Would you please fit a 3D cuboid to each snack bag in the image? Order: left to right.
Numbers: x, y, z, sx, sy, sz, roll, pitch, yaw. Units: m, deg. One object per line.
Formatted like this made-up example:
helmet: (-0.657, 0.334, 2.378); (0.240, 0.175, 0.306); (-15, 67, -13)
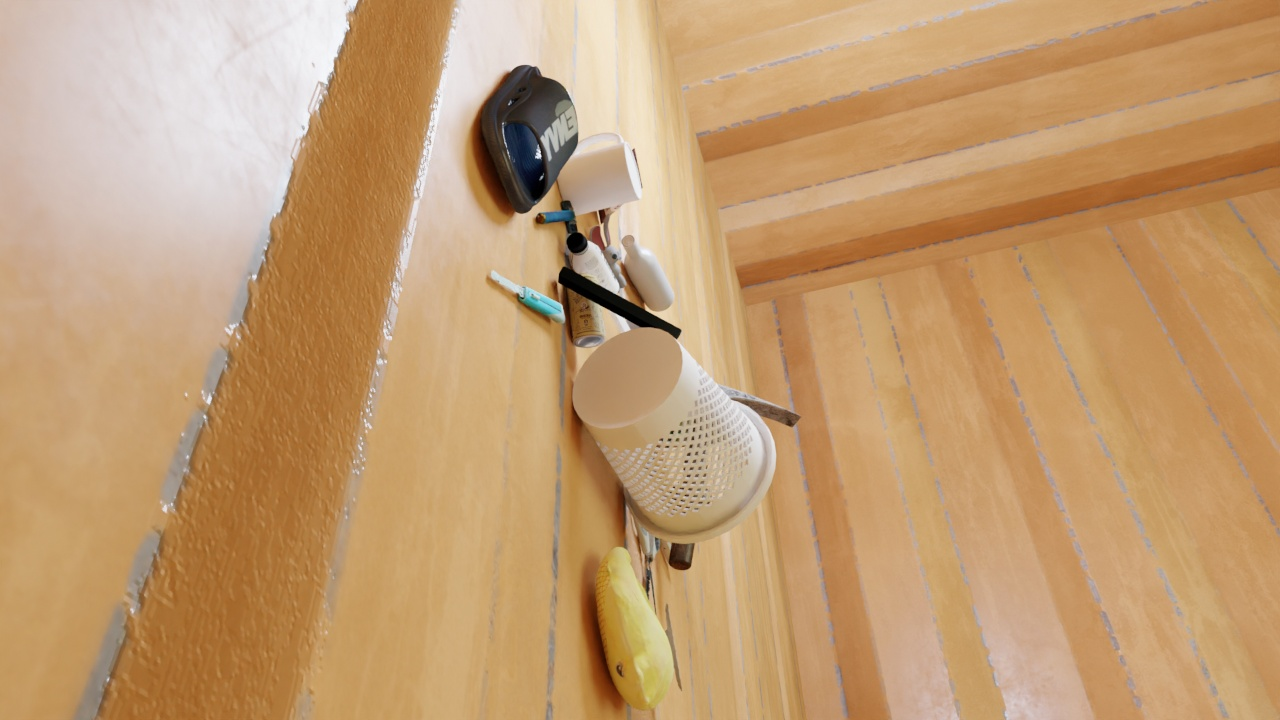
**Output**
snack bag: (-0.032, -0.237, 1.263); (0.158, 0.013, 0.057); (155, -76, -65)

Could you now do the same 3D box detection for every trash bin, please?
trash bin: (0.028, 0.075, 1.048); (0.199, 0.196, 0.195); (53, 25, -43)

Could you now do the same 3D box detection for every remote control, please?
remote control: (-0.024, -0.062, 1.027); (0.013, 0.150, 0.034); (-62, -179, -12)

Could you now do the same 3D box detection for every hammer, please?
hammer: (0.113, 0.166, 1.304); (0.037, 0.217, 0.299); (118, -13, -53)

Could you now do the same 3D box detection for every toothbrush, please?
toothbrush: (0.025, 0.217, 1.252); (0.017, 0.016, 0.189); (-45, 129, -37)

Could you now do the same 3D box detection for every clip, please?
clip: (0.023, 0.340, 1.086); (0.052, 0.058, 0.102); (6, 72, -53)

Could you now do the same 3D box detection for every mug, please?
mug: (-0.054, -0.245, 1.171); (0.074, 0.090, 0.110); (60, 21, -58)

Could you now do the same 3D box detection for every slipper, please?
slipper: (-0.101, -0.242, 0.964); (0.267, 0.083, 0.111); (-88, 164, -56)

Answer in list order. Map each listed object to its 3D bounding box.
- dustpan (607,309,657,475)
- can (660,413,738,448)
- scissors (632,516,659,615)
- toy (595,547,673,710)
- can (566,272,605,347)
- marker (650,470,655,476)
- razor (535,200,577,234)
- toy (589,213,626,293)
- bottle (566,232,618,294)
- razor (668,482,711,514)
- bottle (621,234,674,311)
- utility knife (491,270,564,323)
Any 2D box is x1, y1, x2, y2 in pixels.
dustpan: (-0.007, 0.007, 1.198); (0.162, 0.033, 0.258); (-74, 147, -42)
can: (0.093, 0.099, 1.421); (0.067, 0.121, 0.067); (176, -89, -80)
scissors: (0.011, 0.243, 1.168); (0.165, 0.013, 0.157); (-35, 110, -78)
toy: (-0.006, 0.275, 0.923); (0.154, 0.064, 0.170); (-93, 167, -64)
can: (-0.063, -0.058, 1.059); (0.038, 0.038, 0.079); (51, 29, -66)
marker: (-0.002, 0.100, 1.267); (0.011, 0.011, 0.152); (-80, 155, -62)
razor: (-0.094, -0.168, 1.071); (0.143, 0.022, 0.042); (-44, 121, -76)
toy: (-0.044, -0.145, 1.270); (0.049, 0.030, 0.112); (-48, 134, -40)
bottle: (-0.061, -0.116, 1.124); (0.116, 0.041, 0.041); (60, 21, -58)
razor: (0.078, 0.225, 1.401); (0.151, 0.067, 0.053); (74, 12, -62)
bottle: (0.007, -0.142, 1.462); (0.195, 0.052, 0.052); (55, 25, -63)
utility knife: (-0.110, -0.060, 0.899); (0.178, 0.015, 0.022); (25, 55, -73)
